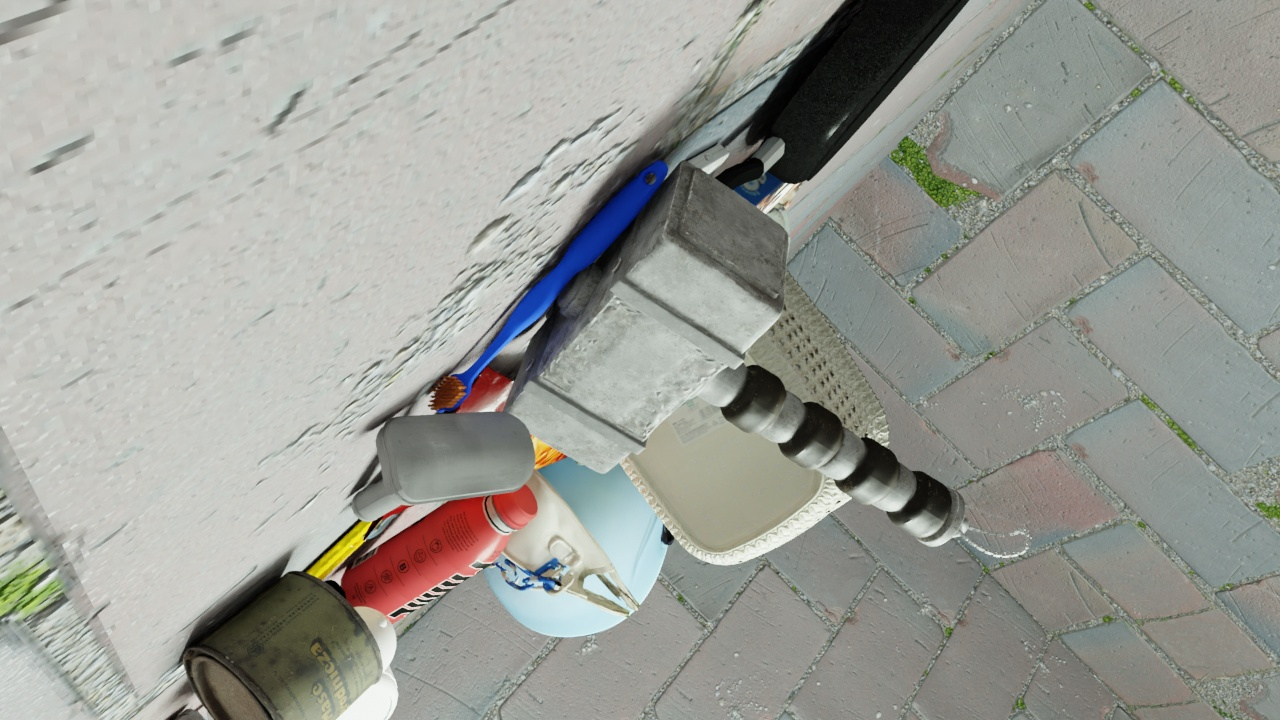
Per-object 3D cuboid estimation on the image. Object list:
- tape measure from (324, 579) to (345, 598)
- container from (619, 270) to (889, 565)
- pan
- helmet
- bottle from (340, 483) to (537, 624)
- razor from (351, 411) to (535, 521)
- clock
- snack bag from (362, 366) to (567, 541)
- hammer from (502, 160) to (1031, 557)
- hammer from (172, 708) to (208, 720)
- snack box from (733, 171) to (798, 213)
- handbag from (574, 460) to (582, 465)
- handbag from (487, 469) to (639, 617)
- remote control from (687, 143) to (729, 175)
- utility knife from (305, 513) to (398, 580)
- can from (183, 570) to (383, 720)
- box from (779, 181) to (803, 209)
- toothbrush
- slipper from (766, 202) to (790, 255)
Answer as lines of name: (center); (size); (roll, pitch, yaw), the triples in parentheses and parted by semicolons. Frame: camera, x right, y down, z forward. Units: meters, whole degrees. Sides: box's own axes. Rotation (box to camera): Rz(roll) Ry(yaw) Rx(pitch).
tape measure: (-0.257, 0.202, 0.710); (0.061, 0.034, 0.062); (-40, 173, -32)
container: (0.062, 0.031, 0.692); (0.185, 0.246, 0.142); (-38, 174, 21)
pan: (0.110, -0.153, 0.613); (0.355, 0.044, 0.204); (-47, 177, -16)
helmet: (-0.073, 0.174, 1.054); (0.167, 0.225, 0.265); (77, 32, -61)
bottle: (-0.160, 0.152, 0.743); (0.177, 0.062, 0.062); (-33, 180, 18)
razor: (-0.130, 0.068, 0.522); (0.088, 0.047, 0.116); (0, 159, -46)
clock: (-0.248, 0.241, 0.672); (0.125, 0.073, 0.161); (-8, 137, -36)
snack bag: (-0.110, 0.055, 0.661); (0.139, 0.066, 0.207); (-44, 168, 11)
hammer: (0.094, 0.041, 0.548); (0.177, 0.326, 0.079); (-45, -159, 39)
hammer: (-0.325, 0.282, 0.819); (0.122, 0.049, 0.318); (-43, 179, 24)
snack box: (0.111, -0.155, 0.770); (0.151, 0.034, 0.087); (-43, 176, -27)
handbag: (-0.001, 0.028, 0.923); (0.192, 0.118, 0.122); (-39, 172, -6)
handbag: (-0.092, 0.179, 0.868); (0.093, 0.199, 0.201); (-45, -169, -12)
remote control: (0.007, -0.085, 0.601); (0.136, 0.011, 0.050); (-48, 175, 40)
utility knife: (-0.209, 0.133, 0.645); (0.151, 0.017, 0.030); (-41, 164, -11)
can: (-0.215, 0.186, 0.554); (0.074, 0.090, 0.090); (-41, 174, -46)
box: (0.113, -0.131, 0.954); (0.059, 0.056, 0.187); (-4, 152, -30)
toothbrush: (-0.051, -0.036, 0.480); (0.183, 0.016, 0.018); (-45, 171, 14)
slipper: (0.046, -0.036, 0.834); (0.268, 0.098, 0.055); (-43, -148, -1)
